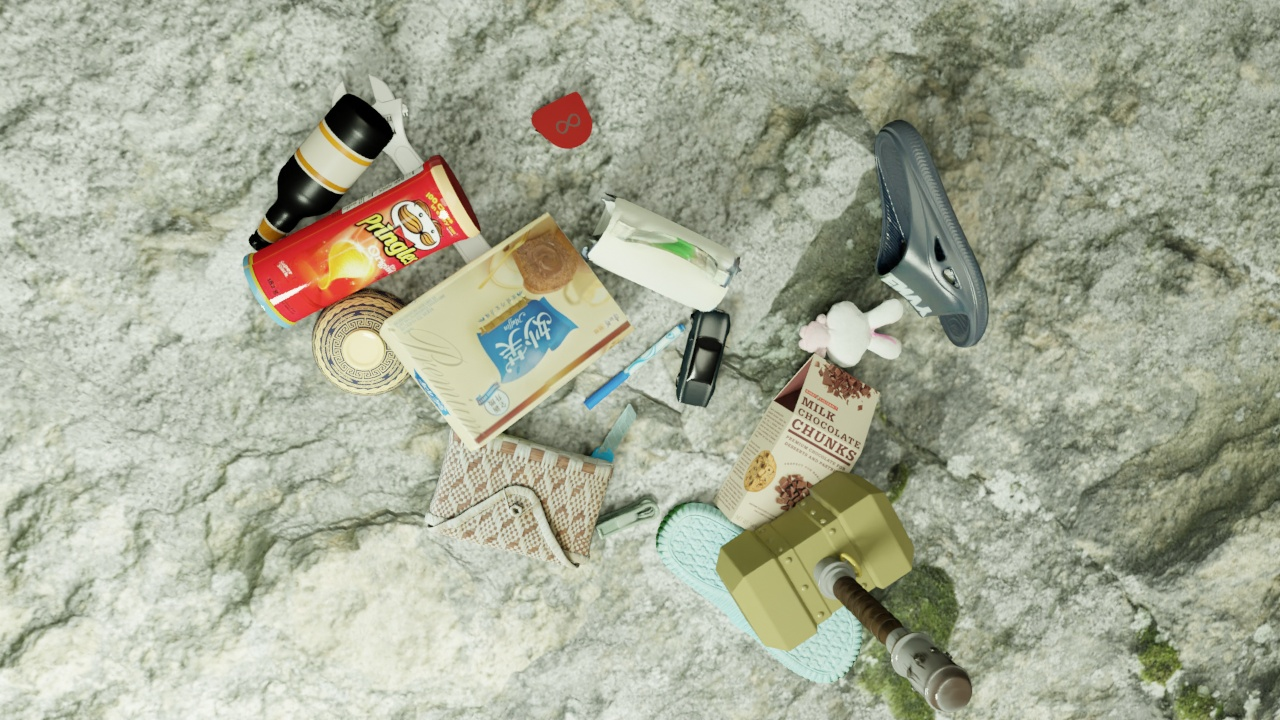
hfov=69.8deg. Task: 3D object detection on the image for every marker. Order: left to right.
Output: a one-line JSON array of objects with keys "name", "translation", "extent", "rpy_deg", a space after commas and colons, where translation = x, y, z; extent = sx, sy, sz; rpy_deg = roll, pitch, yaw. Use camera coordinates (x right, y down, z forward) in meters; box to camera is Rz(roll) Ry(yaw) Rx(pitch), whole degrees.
[{"name": "marker", "translation": [-0.006, 0.006, 1.021], "extent": [0.142, 0.013, 0.013], "rpy_deg": [-40, 104, -2]}]

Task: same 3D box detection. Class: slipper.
[{"name": "slipper", "translation": [0.138, 0.262, 1.068], "extent": [0.276, 0.069, 0.116], "rpy_deg": [36, 90, 0]}, {"name": "slipper", "translation": [0.302, -0.127, 1.012], "extent": [0.083, 0.110, 0.268], "rpy_deg": [-24, 100, -3]}]

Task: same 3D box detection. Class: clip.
[{"name": "clip", "translation": [-0.016, 0.178, 1.041], "extent": [0.076, 0.043, 0.023], "rpy_deg": [-21, 105, -8]}]

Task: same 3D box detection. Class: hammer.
[{"name": "hammer", "translation": [0.210, 0.233, 0.868], "extent": [0.190, 0.325, 0.101], "rpy_deg": [-32, 105, -5]}]

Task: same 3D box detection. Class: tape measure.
[{"name": "tape measure", "translation": [-0.081, -0.246, 0.960], "extent": [0.059, 0.019, 0.051], "rpy_deg": [-26, 106, 1]}]

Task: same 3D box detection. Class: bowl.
[{"name": "bowl", "translation": [-0.280, -0.015, 0.938], "extent": [0.112, 0.061, 0.112], "rpy_deg": [-2, 100, -11]}]

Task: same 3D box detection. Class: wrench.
[{"name": "wrench", "translation": [-0.215, -0.173, 0.948], "extent": [0.066, 0.018, 0.273], "rpy_deg": [-36, 105, -3]}]

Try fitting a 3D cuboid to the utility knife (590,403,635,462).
[{"name": "utility knife", "translation": [-0.064, 0.138, 1.032], "extent": [0.031, 0.015, 0.207], "rpy_deg": [32, 91, -19]}]

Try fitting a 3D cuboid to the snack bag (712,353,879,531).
[{"name": "snack bag", "translation": [0.183, 0.103, 1.045], "extent": [0.094, 0.070, 0.206], "rpy_deg": [29, 93, -15]}]

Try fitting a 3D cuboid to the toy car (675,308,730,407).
[{"name": "toy car", "translation": [0.070, -0.004, 1.023], "extent": [0.046, 0.034, 0.112], "rpy_deg": [12, 97, -13]}]

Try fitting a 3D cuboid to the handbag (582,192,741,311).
[{"name": "handbag", "translation": [0.024, -0.104, 0.924], "extent": [0.151, 0.176, 0.074], "rpy_deg": [23, 96, -15]}]

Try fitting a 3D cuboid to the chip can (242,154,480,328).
[{"name": "chip can", "translation": [-0.271, -0.116, 0.900], "extent": [0.213, 0.087, 0.087], "rpy_deg": [-27, 104, 1]}]

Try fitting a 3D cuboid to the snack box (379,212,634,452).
[{"name": "snack box", "translation": [-0.131, -0.031, 0.926], "extent": [0.207, 0.055, 0.153], "rpy_deg": [-38, 93, -21]}]

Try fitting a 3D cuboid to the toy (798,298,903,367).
[{"name": "toy", "translation": [0.239, -0.031, 1.050], "extent": [0.125, 0.037, 0.076], "rpy_deg": [-8, 105, -7]}]

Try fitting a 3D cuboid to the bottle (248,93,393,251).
[{"name": "bottle", "translation": [-0.321, -0.175, 0.899], "extent": [0.059, 0.059, 0.182], "rpy_deg": [42, 105, -15]}]

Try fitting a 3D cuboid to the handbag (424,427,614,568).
[{"name": "handbag", "translation": [-0.130, 0.148, 0.996], "extent": [0.186, 0.047, 0.124], "rpy_deg": [16, 93, -7]}]
